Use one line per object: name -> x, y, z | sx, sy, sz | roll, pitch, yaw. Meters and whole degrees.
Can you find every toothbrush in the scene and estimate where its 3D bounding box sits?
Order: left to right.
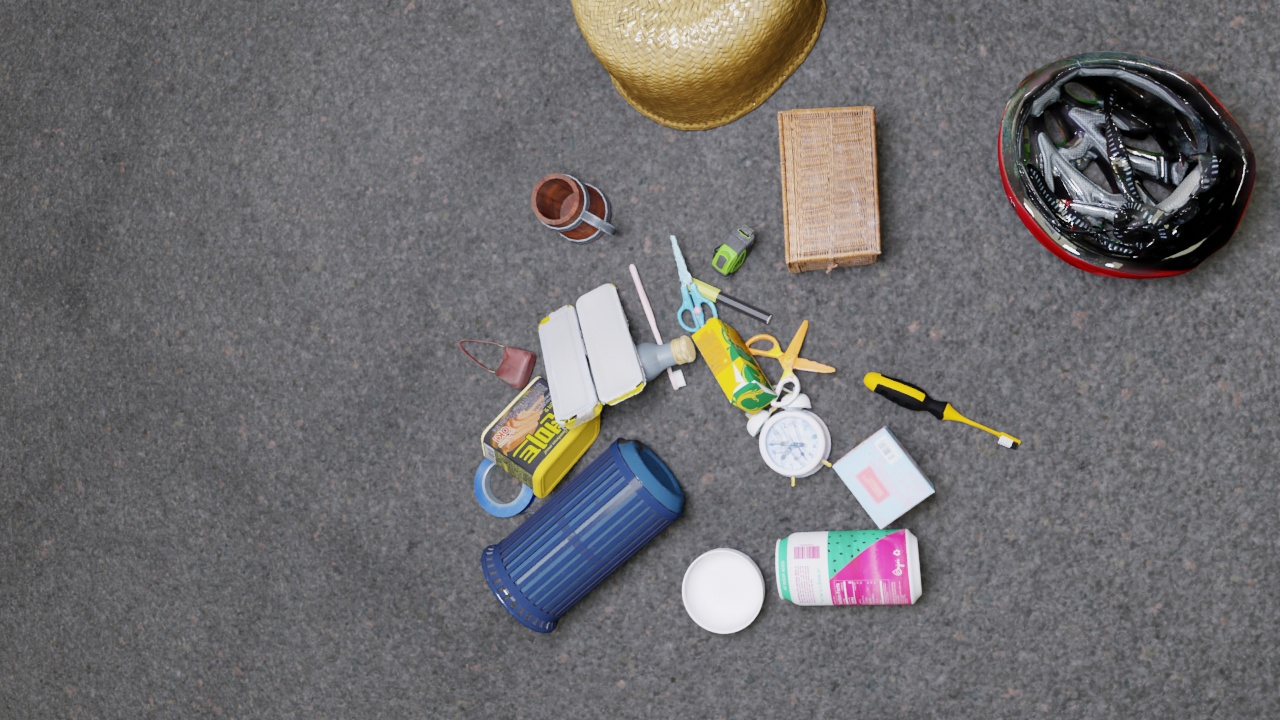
toothbrush -> 0.021, -0.047, 1.230 | 0.018, 0.015, 0.181 | -22, 83, 8
toothbrush -> 0.366, 0.060, 1.118 | 0.197, 0.031, 0.030 | 24, 70, 12

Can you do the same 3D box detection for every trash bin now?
trash bin -> -0.069, 0.220, 1.187 | 0.250, 0.139, 0.139 | -42, 78, 10

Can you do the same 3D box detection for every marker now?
marker -> 0.112, -0.077, 1.202 | 0.124, 0.017, 0.021 | 26, 96, 16

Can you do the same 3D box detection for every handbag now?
handbag -> -0.207, -0.004, 1.295 | 0.120, 0.029, 0.055 | 21, 92, 22

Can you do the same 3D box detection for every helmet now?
helmet -> 0.518, -0.210, 1.007 | 0.218, 0.166, 0.272 | -42, 78, 12

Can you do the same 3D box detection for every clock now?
clock -> 0.186, 0.091, 1.159 | 0.089, 0.052, 0.125 | -32, 76, 13

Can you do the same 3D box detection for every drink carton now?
drink carton -> 0.116, 0.004, 1.154 | 0.041, 0.058, 0.122 | -40, 53, 18

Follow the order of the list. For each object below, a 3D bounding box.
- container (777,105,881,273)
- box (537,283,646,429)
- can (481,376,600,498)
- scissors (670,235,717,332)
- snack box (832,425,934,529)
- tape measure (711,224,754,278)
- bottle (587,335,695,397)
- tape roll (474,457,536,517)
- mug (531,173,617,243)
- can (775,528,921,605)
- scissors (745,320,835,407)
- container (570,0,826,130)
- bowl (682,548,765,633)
container -> 0.230, -0.206, 1.121 | 0.113, 0.113, 0.198 | -2, 89, 12
box -> -0.067, -0.010, 1.192 | 0.127, 0.023, 0.209 | -31, 42, 13
can -> -0.132, 0.099, 1.217 | 0.101, 0.073, 0.130 | 31, 59, 17
scissors -> 0.062, -0.100, 1.202 | 0.057, 0.015, 0.137 | -11, 101, 30
snack box -> 0.292, 0.139, 1.102 | 0.079, 0.094, 0.093 | -39, 79, 12
tape measure -> 0.115, -0.138, 1.179 | 0.036, 0.066, 0.058 | 39, 75, 11
bottle -> -0.007, 0.007, 1.197 | 0.161, 0.072, 0.046 | -18, 102, 22
tape roll -> -0.188, 0.172, 1.285 | 0.091, 0.016, 0.093 | -4, 87, 17
mug -> -0.078, -0.194, 1.213 | 0.117, 0.111, 0.081 | 31, 97, 15
can -> 0.252, 0.251, 1.114 | 0.166, 0.088, 0.088 | -5, 87, 16
scissors -> 0.186, 0.003, 1.162 | 0.125, 0.011, 0.128 | 13, 70, 28
container -> 0.061, -0.464, 1.139 | 0.307, 0.196, 0.307 | -1, 87, 18
bowl -> 0.108, 0.291, 1.174 | 0.105, 0.054, 0.105 | -1, 88, 14
